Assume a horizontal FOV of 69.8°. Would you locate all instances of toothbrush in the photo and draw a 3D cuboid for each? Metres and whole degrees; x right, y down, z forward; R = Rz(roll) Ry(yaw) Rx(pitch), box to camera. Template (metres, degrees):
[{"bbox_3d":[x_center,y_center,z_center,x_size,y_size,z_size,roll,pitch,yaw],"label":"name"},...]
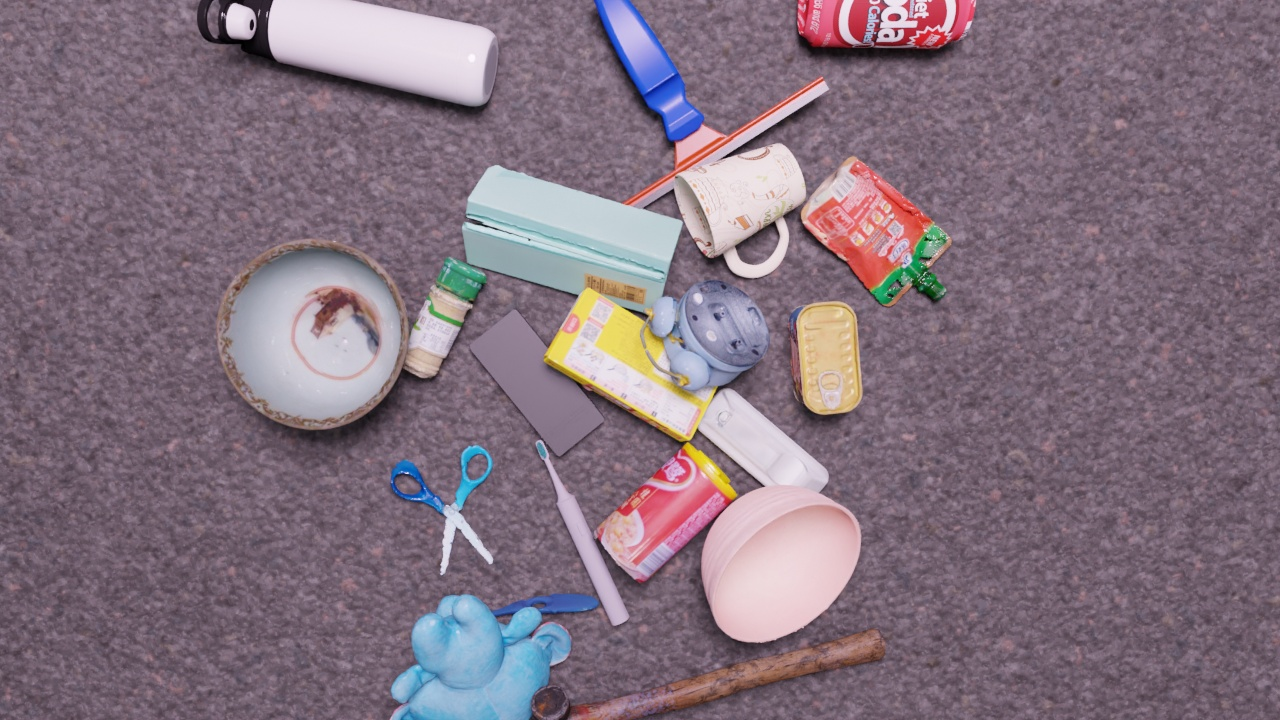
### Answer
[{"bbox_3d":[-0.105,0.232,0.863,0.132,0.021,0.016,-5,128,-1],"label":"toothbrush"},{"bbox_3d":[-0.057,0.160,0.859,0.018,0.019,0.188,-24,93,2],"label":"toothbrush"}]

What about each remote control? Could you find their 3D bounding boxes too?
[{"bbox_3d":[0.114,0.084,0.858,0.133,0.022,0.050,40,91,-3],"label":"remote control"},{"bbox_3d":[-0.096,0.021,0.855,0.058,0.013,0.133,-38,93,1],"label":"remote control"}]

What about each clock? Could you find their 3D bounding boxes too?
[{"bbox_3d":[0.055,-0.020,0.811,0.124,0.052,0.088,-13,69,-36],"label":"clock"}]

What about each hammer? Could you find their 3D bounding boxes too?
[{"bbox_3d":[0.068,0.305,0.851,0.330,0.033,0.120,-11,137,-8],"label":"hammer"}]

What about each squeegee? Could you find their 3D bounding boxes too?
[{"bbox_3d":[0.012,-0.255,0.821,0.249,0.055,0.185,-31,108,9],"label":"squeegee"}]

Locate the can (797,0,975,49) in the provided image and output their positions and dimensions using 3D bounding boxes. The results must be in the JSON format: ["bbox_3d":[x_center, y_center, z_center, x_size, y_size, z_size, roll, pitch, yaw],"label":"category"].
[{"bbox_3d":[0.215,-0.316,0.814,0.142,0.074,0.074,1,93,-1],"label":"can"}]

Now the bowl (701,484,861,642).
[{"bbox_3d":[0.114,0.170,0.825,0.152,0.076,0.153,-13,122,-22],"label":"bowl"}]

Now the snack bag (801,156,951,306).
[{"bbox_3d":[0.225,-0.111,0.846,0.155,0.044,0.087,41,97,-7],"label":"snack bag"}]

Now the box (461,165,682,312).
[{"bbox_3d":[-0.065,-0.097,0.832,0.188,0.077,0.092,16,131,0],"label":"box"}]

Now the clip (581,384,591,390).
[{"bbox_3d":[-0.029,0.020,0.855,0.060,0.044,0.023,-3,96,-29],"label":"clip"}]

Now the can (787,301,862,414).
[{"bbox_3d":[0.166,-0.003,0.837,0.054,0.059,0.100,-5,93,-1],"label":"can"}]

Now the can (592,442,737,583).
[{"bbox_3d":[0.024,0.138,0.837,0.124,0.066,0.066,-43,93,1],"label":"can"}]

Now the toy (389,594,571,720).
[{"bbox_3d":[-0.154,0.262,0.810,0.183,0.115,0.181,-26,131,-14],"label":"toy"}]

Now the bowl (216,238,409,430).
[{"bbox_3d":[-0.274,-0.024,0.808,0.160,0.094,0.160,0,93,-2],"label":"bowl"}]

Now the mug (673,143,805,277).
[{"bbox_3d":[0.098,-0.131,0.830,0.097,0.081,0.122,-25,114,-7],"label":"mug"}]

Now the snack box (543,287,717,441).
[{"bbox_3d":[-0.005,0.005,0.831,0.152,0.025,0.075,31,76,-11],"label":"snack box"}]

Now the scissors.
[{"bbox_3d":[-0.186,0.139,0.861,0.117,0.014,0.130,8,97,-5],"label":"scissors"}]

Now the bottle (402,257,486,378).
[{"bbox_3d":[-0.181,-0.038,0.837,0.042,0.042,0.110,27,93,-3],"label":"bottle"}]

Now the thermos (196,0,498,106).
[{"bbox_3d":[-0.246,-0.274,0.794,0.230,0.101,0.069,12,112,-1],"label":"thermos"}]
